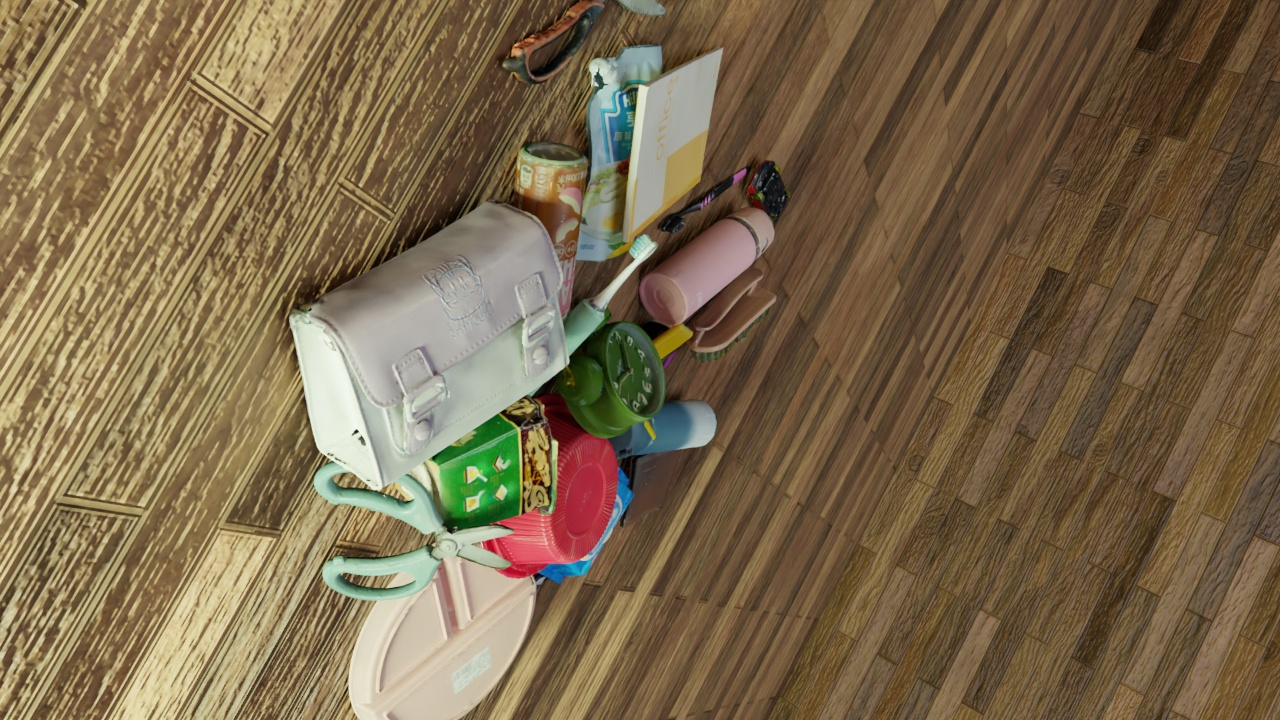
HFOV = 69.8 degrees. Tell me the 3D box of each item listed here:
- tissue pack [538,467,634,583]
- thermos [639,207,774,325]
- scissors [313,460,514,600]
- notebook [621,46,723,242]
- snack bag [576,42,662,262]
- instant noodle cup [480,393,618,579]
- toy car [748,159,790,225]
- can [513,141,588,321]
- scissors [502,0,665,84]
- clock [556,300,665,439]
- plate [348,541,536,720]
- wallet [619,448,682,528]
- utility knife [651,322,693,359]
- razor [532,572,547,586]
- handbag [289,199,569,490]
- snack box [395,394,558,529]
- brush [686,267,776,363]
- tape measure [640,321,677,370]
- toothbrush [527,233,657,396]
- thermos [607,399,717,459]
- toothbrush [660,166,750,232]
[{"bbox_3d":[-0.066,0.188,1.066,0.157,0.052,0.095,-56,152,-15],"label":"tissue pack"},{"bbox_3d":[0.080,-0.107,1.058,0.198,0.067,0.087,-40,153,-40],"label":"thermos"},{"bbox_3d":[-0.194,0.152,0.740,0.179,0.173,0.019,-54,-162,27],"label":"scissors"},{"bbox_3d":[0.032,-0.214,0.886,0.205,0.010,0.146,-48,152,-55],"label":"notebook"},{"bbox_3d":[-0.020,-0.188,0.836,0.110,0.039,0.191,-22,131,-45],"label":"snack bag"},{"bbox_3d":[-0.081,0.133,0.932,0.193,0.066,0.194,-28,122,-57],"label":"instant noodle cup"},{"bbox_3d":[0.157,-0.209,1.138,0.049,0.031,0.106,-61,154,-8],"label":"toy car"},{"bbox_3d":[-0.081,-0.106,0.774,0.057,0.058,0.147,-30,138,-48],"label":"can"},{"bbox_3d":[-0.037,-0.299,0.728,0.222,0.015,0.189,8,106,-62],"label":"scissors"},{"bbox_3d":[-0.035,0.008,0.908,0.161,0.056,0.116,37,46,-42],"label":"clock"},{"bbox_3d":[-0.187,0.276,0.922,0.228,0.028,0.230,-31,132,-41],"label":"plate"},{"bbox_3d":[0.011,0.155,1.203,0.124,0.032,0.101,-16,125,-57],"label":"wallet"},{"bbox_3d":[-0.006,0.006,1.009,0.154,0.015,0.033,-35,136,-11],"label":"utility knife"},{"bbox_3d":[-0.143,0.255,1.022,0.142,0.022,0.043,4,111,-62],"label":"razor"},{"bbox_3d":[-0.150,-0.016,0.691,0.196,0.098,0.145,-37,134,-38],"label":"handbag"},{"bbox_3d":[-0.147,0.081,0.777,0.105,0.118,0.118,-25,134,-35],"label":"snack box"},{"bbox_3d":[0.107,-0.057,1.153,0.145,0.063,0.073,-41,150,-35],"label":"brush"},{"bbox_3d":[0.017,-0.014,1.052,0.057,0.039,0.057,-56,152,-15],"label":"tape measure"},{"bbox_3d":[-0.062,-0.025,0.822,0.225,0.027,0.026,-46,168,16],"label":"toothbrush"},{"bbox_3d":[0.021,0.078,1.116,0.220,0.070,0.070,4,110,-61],"label":"thermos"},{"bbox_3d":[0.080,-0.184,1.041,0.188,0.018,0.014,-40,143,-41],"label":"toothbrush"}]
